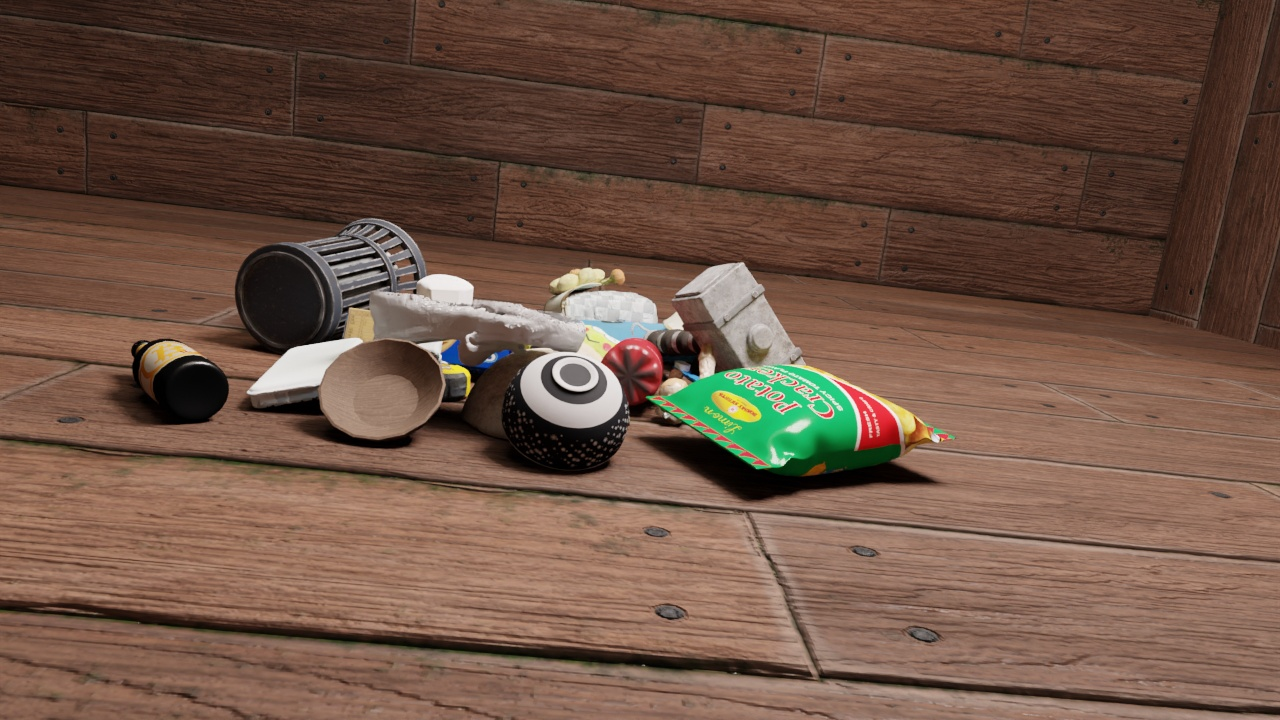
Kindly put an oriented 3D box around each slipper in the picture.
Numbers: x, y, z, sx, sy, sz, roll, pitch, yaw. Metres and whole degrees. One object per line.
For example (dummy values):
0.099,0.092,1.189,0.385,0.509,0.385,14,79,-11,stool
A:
-0.172,-0.032,0.940,0.247,0.075,0.112,4,14,20,slipper

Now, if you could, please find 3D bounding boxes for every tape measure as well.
-0.226,0.021,1.040,0.065,0.037,0.064,3,12,-20,tape measure

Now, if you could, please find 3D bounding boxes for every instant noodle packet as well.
0.163,0.058,0.946,0.252,0.090,0.196,-4,19,-30,instant noodle packet

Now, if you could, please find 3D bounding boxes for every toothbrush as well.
0.084,0.026,1.265,0.016,0.014,0.167,2,13,-22,toothbrush

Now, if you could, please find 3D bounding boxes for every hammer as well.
0.071,-0.024,1.204,0.079,0.177,0.327,-39,16,-21,hammer

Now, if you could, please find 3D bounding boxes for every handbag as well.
-0.061,-0.089,1.475,0.171,0.123,0.113,4,-8,-22,handbag

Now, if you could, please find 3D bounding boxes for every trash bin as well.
-0.414,-0.098,1.232,0.164,0.164,0.227,9,15,12,trash bin

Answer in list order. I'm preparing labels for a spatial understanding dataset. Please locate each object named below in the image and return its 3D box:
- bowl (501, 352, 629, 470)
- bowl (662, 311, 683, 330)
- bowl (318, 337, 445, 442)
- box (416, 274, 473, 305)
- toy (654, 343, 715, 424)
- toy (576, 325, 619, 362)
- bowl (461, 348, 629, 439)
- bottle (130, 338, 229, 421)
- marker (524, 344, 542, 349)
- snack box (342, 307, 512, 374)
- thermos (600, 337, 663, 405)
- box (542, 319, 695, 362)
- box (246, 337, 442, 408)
-0.066,0.035,0.854,0.120,0.067,0.120,9,44,-9,bowl
0.130,-0.041,1.380,0.188,0.060,0.219,31,11,31,bowl
-0.245,0.033,0.879,0.118,0.030,0.117,2,53,-3,bowl
-0.262,-0.054,1.226,0.080,0.106,0.150,1,14,-17,box
0.048,0.040,1.064,0.085,0.074,0.105,-24,10,43,toy
-0.071,-0.012,1.270,0.092,0.046,0.115,35,32,22,toy
-0.098,0.029,0.977,0.178,0.081,0.178,5,10,-1,bowl
-0.465,0.009,0.902,0.059,0.059,0.182,-4,15,-42,bottle
-0.148,-0.015,1.313,0.021,0.017,0.124,51,-10,-28,marker
-0.260,-0.019,1.140,0.207,0.057,0.056,8,-11,-2,snack box
-0.007,0.007,1.155,0.073,0.073,0.239,7,5,2,thermos
-0.037,-0.021,1.389,0.231,0.053,0.093,1,29,-25,box
-0.313,0.004,1.003,0.189,0.037,0.208,-11,15,-4,box
